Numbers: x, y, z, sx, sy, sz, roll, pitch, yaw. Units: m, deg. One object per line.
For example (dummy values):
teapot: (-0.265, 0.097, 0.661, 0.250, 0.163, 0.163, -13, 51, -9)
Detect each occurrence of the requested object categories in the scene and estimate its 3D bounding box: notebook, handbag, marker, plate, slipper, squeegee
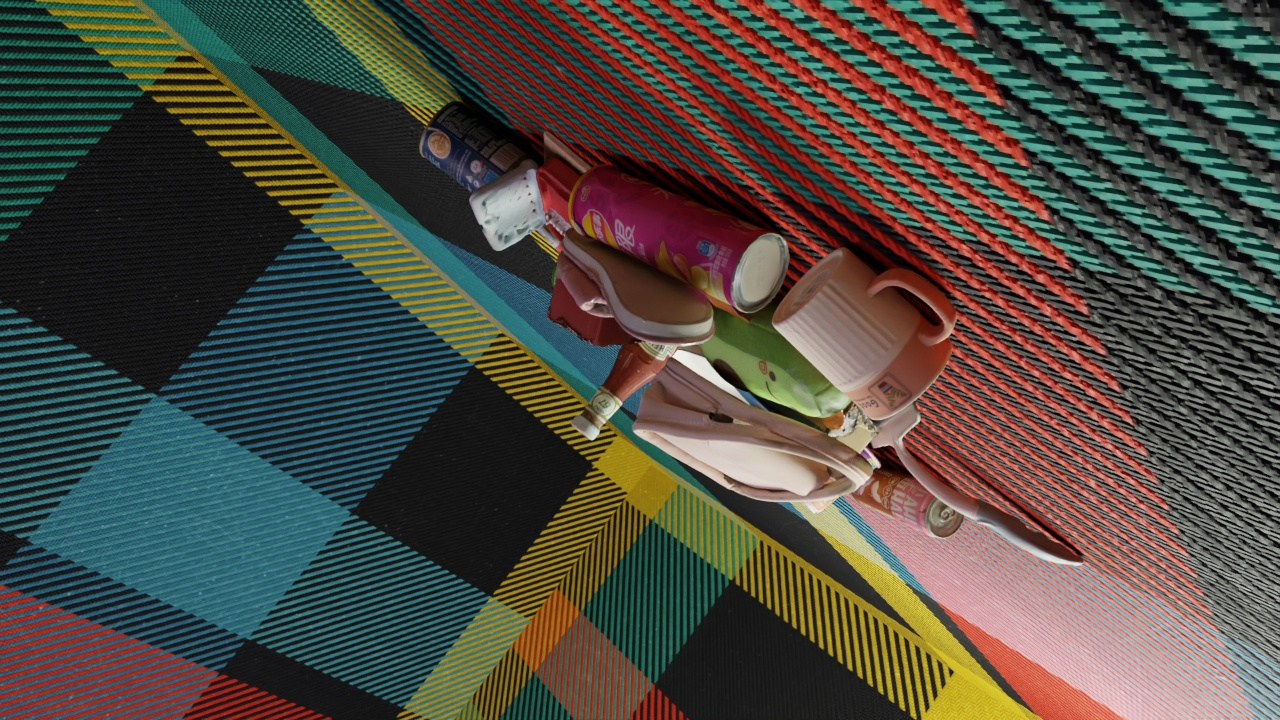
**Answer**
notebook: (-0.049, -0.170, 1.016, 0.149, 0.012, 0.211, 40, 172, -1)
handbag: (0.123, 0.082, 0.903, 0.193, 0.093, 0.234, 31, 169, -30)
marker: (-0.139, -0.187, 1.279, 0.145, 0.017, 0.017, 45, 170, -36)
plate: (0.105, 0.022, 1.252, 0.163, 0.034, 0.164, 41, 163, -32)
slipper: (-0.008, -0.066, 0.848, 0.114, 0.054, 0.274, -1, -155, -20)
squeegee: (0.339, 0.142, 0.944, 0.249, 0.040, 0.248, 36, 171, 10)

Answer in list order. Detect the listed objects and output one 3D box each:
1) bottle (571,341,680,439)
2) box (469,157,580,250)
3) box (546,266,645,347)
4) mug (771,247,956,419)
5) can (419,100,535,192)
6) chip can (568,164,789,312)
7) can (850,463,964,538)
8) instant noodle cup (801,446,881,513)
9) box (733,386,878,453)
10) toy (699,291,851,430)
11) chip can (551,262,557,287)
bottle: (-0.007, 0.006, 1.101, 0.060, 0.206, 0.060, 38, 171, 7)
box: (-0.113, -0.152, 1.020, 0.119, 0.098, 0.201, 41, 172, 4)
box: (-0.015, -0.054, 0.990, 0.168, 0.076, 0.091, -5, -153, -46)
mug: (0.169, -0.026, 0.668, 0.106, 0.081, 0.115, 41, 145, -8)
can: (-0.182, -0.229, 1.035, 0.111, 0.075, 0.075, 37, 172, 7)
chip can: (0.028, -0.111, 0.801, 0.211, 0.071, 0.071, 30, 169, 40)
can: (0.313, 0.163, 1.092, 0.058, 0.058, 0.147, 42, 171, -24)
instant noodle cup: (0.214, 0.121, 1.093, 0.111, 0.099, 0.111, 44, 179, 0)
box: (0.174, 0.046, 1.028, 0.090, 0.060, 0.184, 45, 172, -37)
toy: (0.125, -0.007, 0.882, 0.227, 0.090, 0.247, 39, 175, -26)
chip can: (-0.053, -0.093, 1.173, 0.072, 0.072, 0.236, 42, 175, -22)
